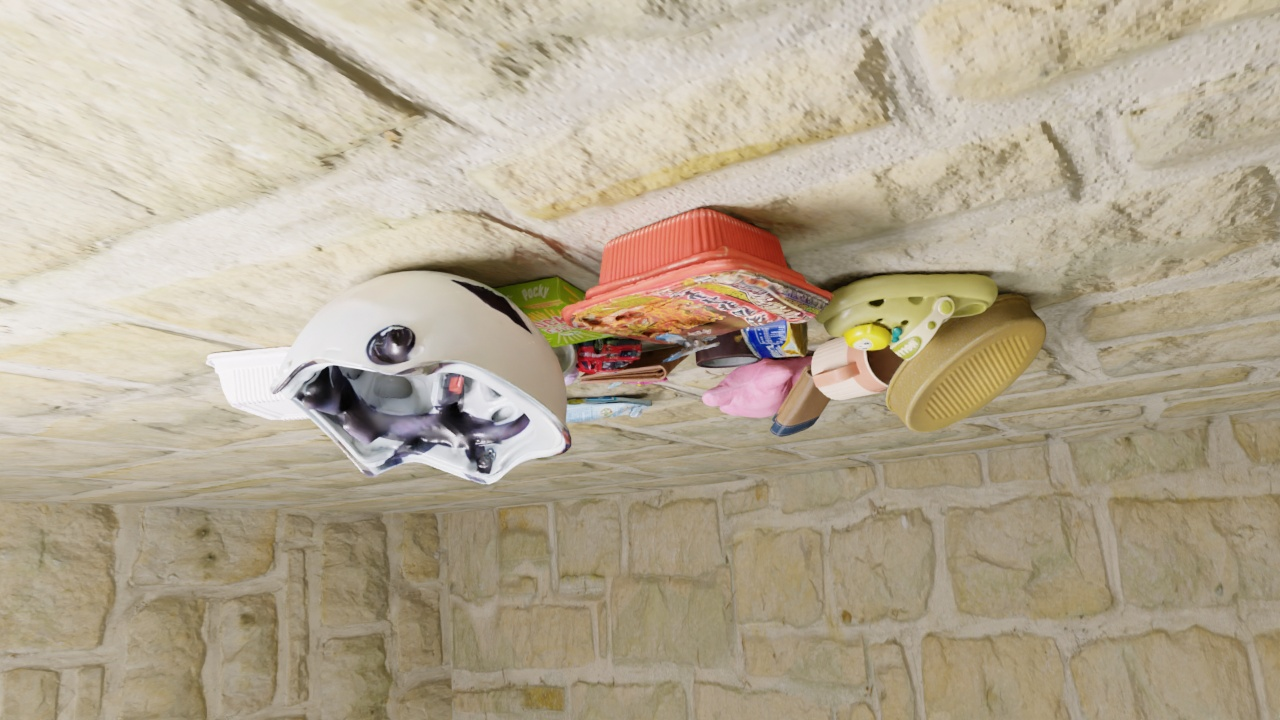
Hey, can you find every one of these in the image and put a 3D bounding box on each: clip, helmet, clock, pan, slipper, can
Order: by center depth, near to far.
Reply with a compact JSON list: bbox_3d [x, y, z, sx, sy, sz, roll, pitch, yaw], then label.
[{"bbox_3d":[0.043,-0.013,0.797,0.058,0.045,0.027,-11,174,-28],"label":"clip"},{"bbox_3d":[-0.182,0.004,0.827,0.259,0.145,0.229,-5,149,17],"label":"helmet"},{"bbox_3d":[0.132,-0.044,0.906,0.049,0.074,0.148,-4,167,16],"label":"can"},{"bbox_3d":[0.276,-0.044,0.940,0.190,0.081,0.092,-5,165,-5],"label":"slipper"},{"bbox_3d":[0.102,-0.022,1.034,0.082,0.055,0.122,-9,168,19],"label":"clock"},{"bbox_3d":[-0.120,0.005,1.077,0.058,0.058,0.116,2,166,-25],"label":"can"},{"bbox_3d":[0.406,0.020,1.134,0.198,0.078,0.357,-39,147,12],"label":"pan"}]

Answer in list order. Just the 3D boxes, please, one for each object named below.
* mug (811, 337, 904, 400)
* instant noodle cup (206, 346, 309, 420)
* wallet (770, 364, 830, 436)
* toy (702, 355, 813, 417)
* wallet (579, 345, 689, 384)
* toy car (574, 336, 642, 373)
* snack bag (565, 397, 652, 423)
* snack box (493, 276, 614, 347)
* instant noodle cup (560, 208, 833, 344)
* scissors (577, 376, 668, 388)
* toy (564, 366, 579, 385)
[{"bbox_3d":[0.262,0.008,1.127,0.114,0.081,0.106,-22,179,-30],"label":"mug"},{"bbox_3d":[-0.423,0.033,1.110,0.138,0.060,0.173,-5,169,2],"label":"instant noodle cup"},{"bbox_3d":[0.227,0.049,1.229,0.090,0.033,0.116,-14,143,-38],"label":"wallet"},{"bbox_3d":[0.184,0.036,1.280,0.179,0.074,0.194,-20,166,14],"label":"toy"},{"bbox_3d":[-0.007,0.007,1.127,0.115,0.020,0.101,-6,-167,21],"label":"wallet"},{"bbox_3d":[-0.040,-0.007,1.049,0.052,0.045,0.121,-3,178,-25],"label":"toy car"},{"bbox_3d":[-0.079,0.079,1.468,0.191,0.038,0.110,-5,162,-5],"label":"snack bag"},{"bbox_3d":[-0.087,-0.047,0.934,0.086,0.026,0.156,-9,166,19],"label":"snack box"},{"bbox_3d":[0.044,-0.065,0.772,0.189,0.079,0.164,-15,163,38],"label":"instant noodle cup"},{"bbox_3d":[-0.030,0.028,1.310,0.133,0.017,0.131,-4,170,16],"label":"scissors"},{"bbox_3d":[-0.133,0.020,1.187,0.108,0.039,0.084,-5,-175,-10],"label":"toy"}]
